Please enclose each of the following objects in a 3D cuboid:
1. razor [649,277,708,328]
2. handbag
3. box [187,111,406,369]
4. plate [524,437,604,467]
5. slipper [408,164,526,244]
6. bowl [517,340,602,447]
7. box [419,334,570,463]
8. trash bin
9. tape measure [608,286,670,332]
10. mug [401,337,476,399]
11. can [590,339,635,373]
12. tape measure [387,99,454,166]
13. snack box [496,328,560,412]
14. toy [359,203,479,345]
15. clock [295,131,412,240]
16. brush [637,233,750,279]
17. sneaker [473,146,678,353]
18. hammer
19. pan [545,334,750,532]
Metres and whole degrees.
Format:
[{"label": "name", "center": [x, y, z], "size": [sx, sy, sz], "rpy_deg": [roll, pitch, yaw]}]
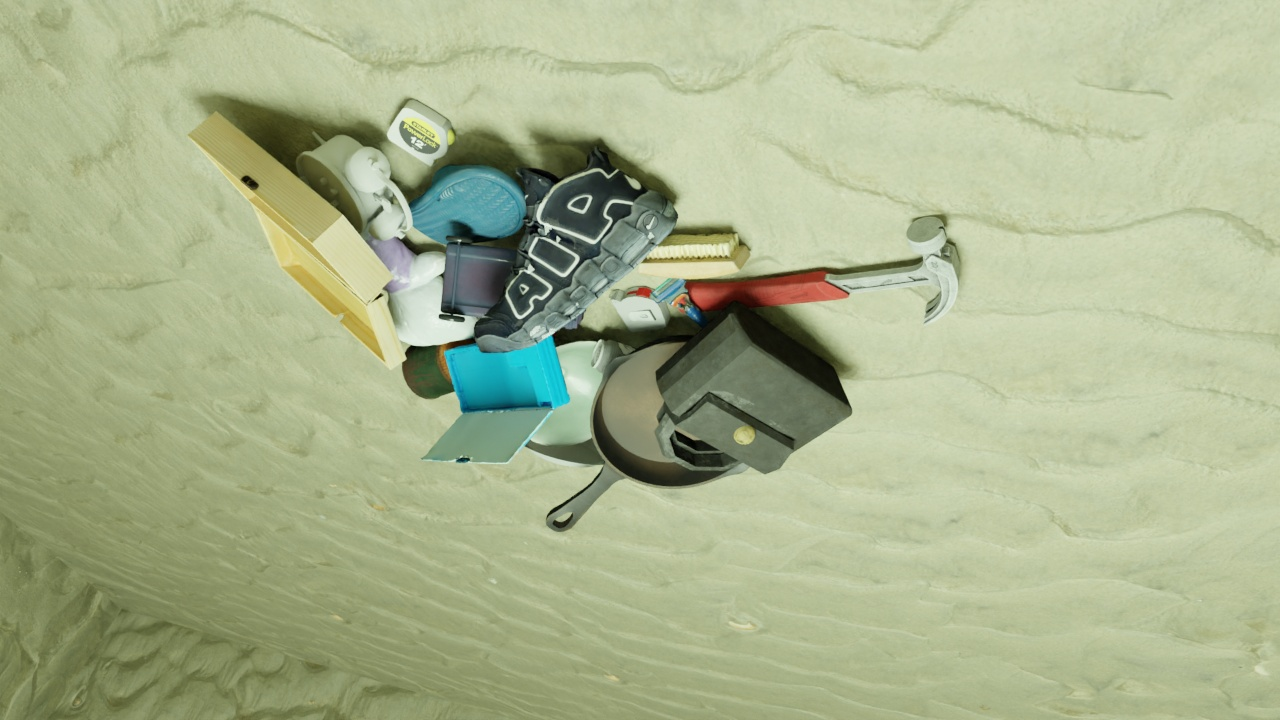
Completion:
[{"label": "razor", "center": [0.068, -0.045, 1.056], "size": [0.044, 0.018, 0.141], "rpy_deg": [-38, 120, 14]}, {"label": "handbag", "center": [0.106, 0.059, 1.063], "size": [0.197, 0.102, 0.200], "rpy_deg": [30, 121, -32]}, {"label": "box", "center": [-0.388, -0.135, 1.073], "size": [0.247, 0.076, 0.258], "rpy_deg": [38, 153, 25]}, {"label": "plate", "center": [-0.106, 0.120, 1.295], "size": [0.173, 0.172, 0.019], "rpy_deg": [16, 103, 6]}, {"label": "slipper", "center": [-0.193, -0.176, 1.030], "size": [0.103, 0.059, 0.214], "rpy_deg": [31, 157, -28]}, {"label": "bowl", "center": [-0.098, 0.028, 1.229], "size": [0.174, 0.068, 0.174], "rpy_deg": [-14, 129, -19]}, {"label": "box", "center": [-0.175, 0.053, 1.125], "size": [0.075, 0.166, 0.244], "rpy_deg": [19, 166, -33]}, {"label": "trash bin", "center": [-0.140, -0.086, 1.048], "size": [0.161, 0.094, 0.092], "rpy_deg": [7, -175, -2]}, {"label": "tape measure", "center": [0.001, -0.061, 1.113], "size": [0.062, 0.020, 0.060], "rpy_deg": [-5, 137, 30]}, {"label": "mug", "center": [-0.278, -0.007, 1.275], "size": [0.081, 0.084, 0.111], "rpy_deg": [-16, 103, 37]}, {"label": "can", "center": [-0.007, 0.007, 1.169], "size": [0.106, 0.043, 0.044], "rpy_deg": [18, 146, -17]}, {"label": "tape measure", "center": [-0.236, -0.245, 0.992], "size": [0.064, 0.016, 0.065], "rpy_deg": [32, 143, -15]}, {"label": "snack box", "center": [-0.166, 0.001, 1.224], "size": [0.044, 0.076, 0.274], "rpy_deg": [53, 146, 15]}, {"label": "toy", "center": [-0.297, -0.096, 1.162], "size": [0.138, 0.085, 0.209], "rpy_deg": [-12, 128, 35]}, {"label": "clock", "center": [-0.319, -0.191, 1.030], "size": [0.159, 0.060, 0.120], "rpy_deg": [28, 148, 27]}, {"label": "brush", "center": [0.057, -0.115, 0.995], "size": [0.117, 0.049, 0.039], "rpy_deg": [4, 118, 24]}, {"label": "sneaker", "center": [-0.098, -0.123, 0.945], "size": [0.151, 0.252, 0.097], "rpy_deg": [51, -179, -15]}, {"label": "hammer", "center": [0.183, -0.078, 0.997], "size": [0.316, 0.036, 0.126], "rpy_deg": [-5, 140, 31]}, {"label": "pan", "center": [0.004, 0.102, 1.177], "size": [0.248, 0.043, 0.357], "rpy_deg": [38, 111, -26]}]
